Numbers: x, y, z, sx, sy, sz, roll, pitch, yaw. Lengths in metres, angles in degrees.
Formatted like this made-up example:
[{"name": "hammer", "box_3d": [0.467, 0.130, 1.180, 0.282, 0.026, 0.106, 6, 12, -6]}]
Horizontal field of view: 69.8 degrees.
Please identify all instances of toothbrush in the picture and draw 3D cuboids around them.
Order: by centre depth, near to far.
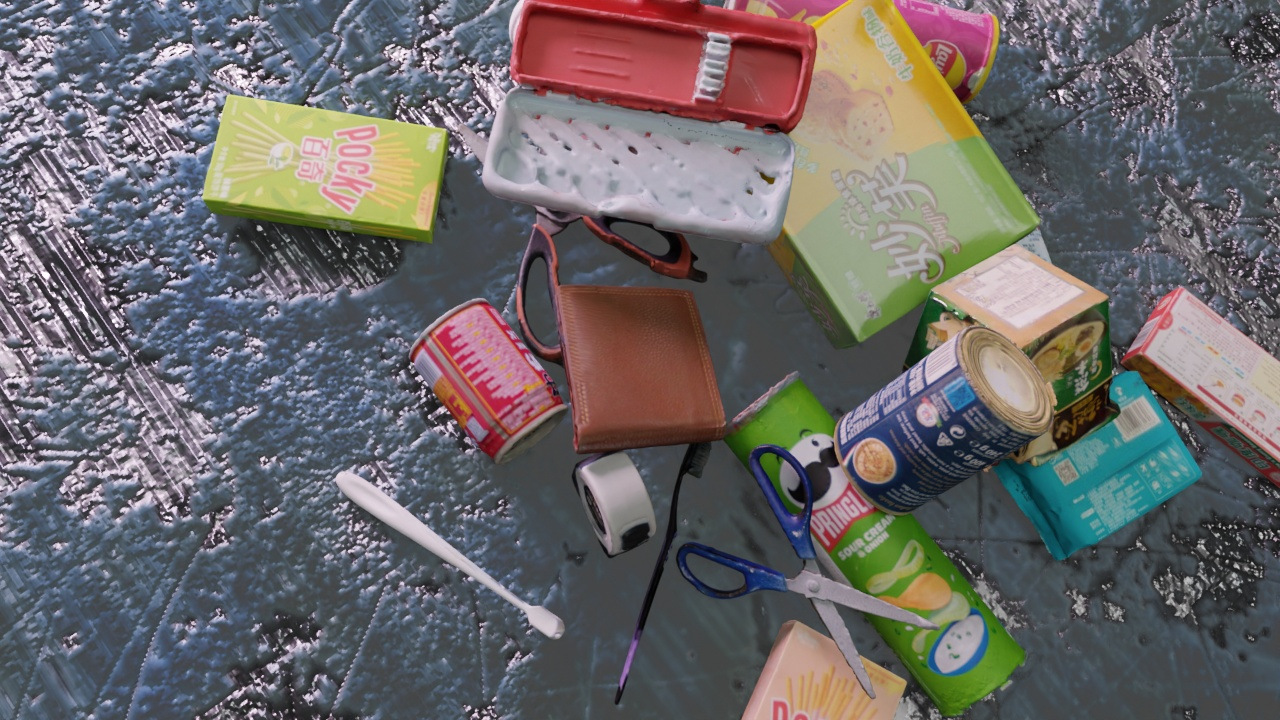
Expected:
[{"name": "toothbrush", "box_3d": [-0.124, 0.126, 0.595, 0.180, 0.016, 0.016, 34, 68, 5]}, {"name": "toothbrush", "box_3d": [0.016, 0.135, 0.613, 0.017, 0.014, 0.188, 21, 71, -5]}]

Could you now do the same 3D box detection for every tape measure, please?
[{"name": "tape measure", "box_3d": [-0.017, 0.091, 0.594, 0.033, 0.066, 0.065, -23, 77, -17]}]

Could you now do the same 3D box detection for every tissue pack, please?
[{"name": "tissue pack", "box_3d": [0.325, 0.075, 0.662, 0.133, 0.050, 0.093, -26, 79, -15]}]

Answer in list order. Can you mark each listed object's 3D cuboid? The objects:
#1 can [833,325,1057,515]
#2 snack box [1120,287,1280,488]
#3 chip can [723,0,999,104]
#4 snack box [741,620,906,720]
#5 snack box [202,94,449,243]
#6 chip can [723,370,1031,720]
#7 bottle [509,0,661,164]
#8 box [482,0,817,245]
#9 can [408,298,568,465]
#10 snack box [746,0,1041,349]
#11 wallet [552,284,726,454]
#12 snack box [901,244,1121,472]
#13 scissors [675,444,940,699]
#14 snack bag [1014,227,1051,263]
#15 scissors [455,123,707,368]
[{"name": "can", "box_3d": [0.183, 0.037, 0.559, 0.075, 0.111, 0.075, 20, 48, -24]}, {"name": "snack box", "box_3d": [0.460, 0.020, 0.713, 0.156, 0.027, 0.077, 40, 70, 5]}, {"name": "chip can", "box_3d": [0.172, -0.264, 0.736, 0.210, 0.071, 0.071, 11, 71, -5]}, {"name": "snack box", "box_3d": [0.100, 0.255, 0.581, 0.084, 0.026, 0.157, 28, 71, 1]}, {"name": "snack box", "box_3d": [-0.221, -0.136, 0.656, 0.156, 0.026, 0.085, 8, 72, -7]}, {"name": "chip can", "box_3d": [0.150, 0.119, 0.609, 0.072, 0.072, 0.236, -36, 81, -18]}, {"name": "bottle", "box_3d": [-0.025, -0.187, 0.668, 0.068, 0.068, 0.197, -26, 70, -16]}, {"name": "box", "box_3d": [0.006, -0.164, 0.609, 0.201, 0.039, 0.158, 11, 87, 5]}, {"name": "can", "box_3d": [-0.099, 0.015, 0.605, 0.066, 0.067, 0.094, -37, 81, -18]}, {"name": "snack box", "box_3d": [0.156, -0.135, 0.660, 0.157, 0.070, 0.210, -33, 88, -3]}, {"name": "wallet", "box_3d": [-0.004, 0.004, 0.611, 0.101, 0.032, 0.124, 0, 56, -19]}, {"name": "snack box", "box_3d": [0.253, -0.008, 0.623, 0.117, 0.106, 0.118, -27, 45, -17]}, {"name": "scissors", "box_3d": [0.098, 0.133, 0.581, 0.175, 0.012, 0.162, -8, 90, 27]}, {"name": "snack bag", "box_3d": [0.305, -0.072, 0.718, 0.048, 0.026, 0.104, -15, 76, -7]}, {"name": "scissors", "box_3d": [-0.057, -0.097, 0.677, 0.225, 0.015, 0.188, 30, 70, 2]}]
